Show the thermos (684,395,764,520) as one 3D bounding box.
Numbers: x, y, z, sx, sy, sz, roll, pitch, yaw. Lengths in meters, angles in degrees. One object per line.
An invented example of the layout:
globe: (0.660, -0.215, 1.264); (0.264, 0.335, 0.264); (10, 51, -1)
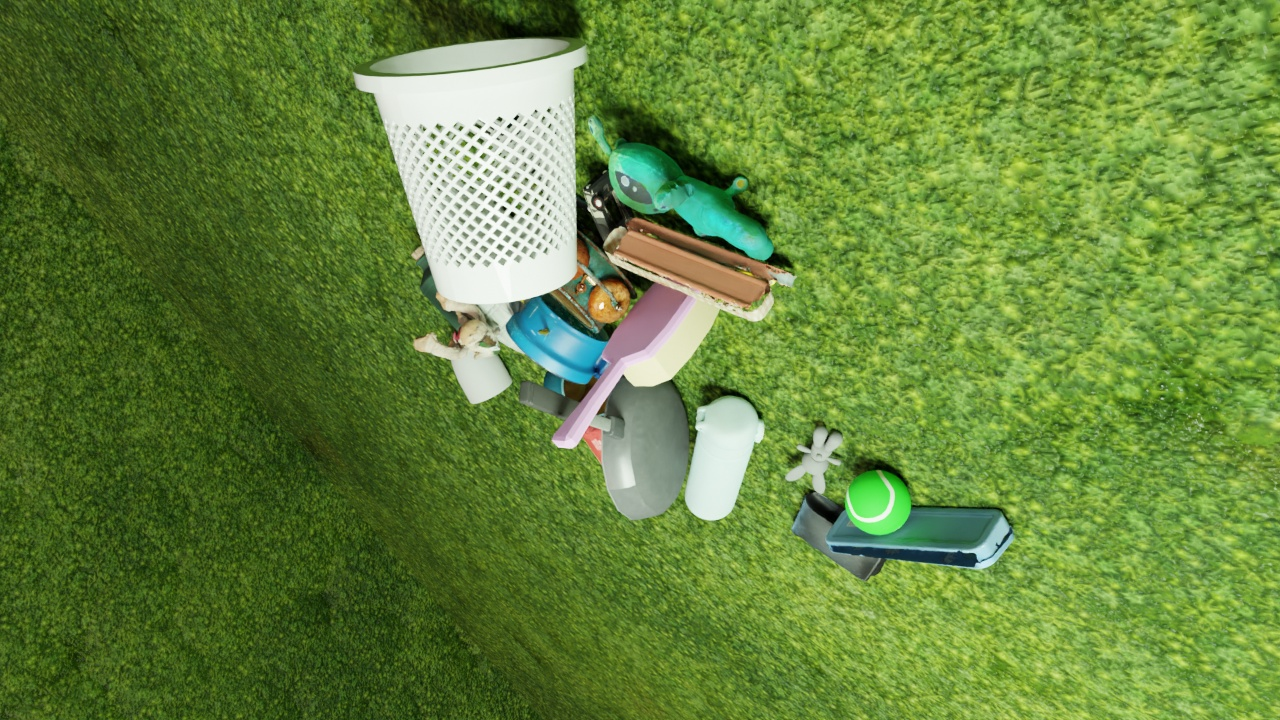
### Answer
thermos: (0.095, 0.117, 1.088); (0.078, 0.065, 0.207); (9, 145, 2)

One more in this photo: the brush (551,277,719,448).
brush: (-0.005, 0.005, 0.904); (0.089, 0.228, 0.043); (-2, 136, 52)

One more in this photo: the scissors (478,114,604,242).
scissors: (-0.100, -0.219, 0.947); (0.201, 0.015, 0.202); (38, 151, 6)

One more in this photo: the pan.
pan: (-0.025, 0.073, 0.988); (0.041, 0.178, 0.357); (-2, 164, 26)

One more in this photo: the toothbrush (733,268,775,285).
toothbrush: (0.072, -0.090, 0.896); (0.136, 0.016, 0.021); (20, 139, 36)

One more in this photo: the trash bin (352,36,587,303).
trash bin: (-0.134, -0.168, 0.816); (0.196, 0.194, 0.200); (18, 125, 39)

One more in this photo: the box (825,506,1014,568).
box: (0.280, 0.182, 0.941); (0.210, 0.065, 0.037); (-12, 116, 56)

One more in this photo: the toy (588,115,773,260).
toy: (0.037, -0.151, 0.811); (0.193, 0.072, 0.130); (34, -175, 17)

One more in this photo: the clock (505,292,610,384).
clock: (-0.080, -0.025, 1.070); (0.161, 0.060, 0.117); (21, -161, -43)

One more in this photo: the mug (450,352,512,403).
mug: (-0.246, 0.004, 1.381); (0.089, 0.071, 0.107); (63, 174, -16)

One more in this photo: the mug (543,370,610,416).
mug: (-0.082, 0.016, 1.176); (0.104, 0.084, 0.112); (-3, 99, 66)

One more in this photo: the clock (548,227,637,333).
clock: (-0.058, -0.092, 0.969); (0.121, 0.073, 0.158); (45, 174, -16)

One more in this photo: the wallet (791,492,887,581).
wallet: (0.233, 0.210, 1.076); (0.115, 0.026, 0.089); (33, 151, 20)

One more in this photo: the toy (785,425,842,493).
toy: (0.190, 0.109, 0.995); (0.049, 0.030, 0.112); (22, 142, 9)

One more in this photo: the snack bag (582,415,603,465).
snack bag: (-0.014, 0.128, 1.232); (0.082, 0.082, 0.176); (1, 130, 51)

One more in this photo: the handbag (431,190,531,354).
handbag: (-0.178, -0.109, 1.132); (0.139, 0.072, 0.195); (29, 149, 42)

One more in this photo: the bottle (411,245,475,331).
bottle: (-0.259, -0.102, 1.249); (0.131, 0.061, 0.061); (48, 153, -8)

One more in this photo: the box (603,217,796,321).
box: (0.052, -0.094, 0.860); (0.187, 0.085, 0.048); (27, 153, 31)

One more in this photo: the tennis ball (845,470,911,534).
tennis ball: (0.243, 0.145, 0.938); (0.065, 0.065, 0.065); (31, 149, 21)

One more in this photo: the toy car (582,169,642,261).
toy car: (-0.029, -0.145, 0.925); (0.037, 0.040, 0.092); (14, 140, 42)

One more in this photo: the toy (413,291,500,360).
toy: (-0.217, -0.028, 1.136); (0.106, 0.085, 0.074); (25, 169, 32)
